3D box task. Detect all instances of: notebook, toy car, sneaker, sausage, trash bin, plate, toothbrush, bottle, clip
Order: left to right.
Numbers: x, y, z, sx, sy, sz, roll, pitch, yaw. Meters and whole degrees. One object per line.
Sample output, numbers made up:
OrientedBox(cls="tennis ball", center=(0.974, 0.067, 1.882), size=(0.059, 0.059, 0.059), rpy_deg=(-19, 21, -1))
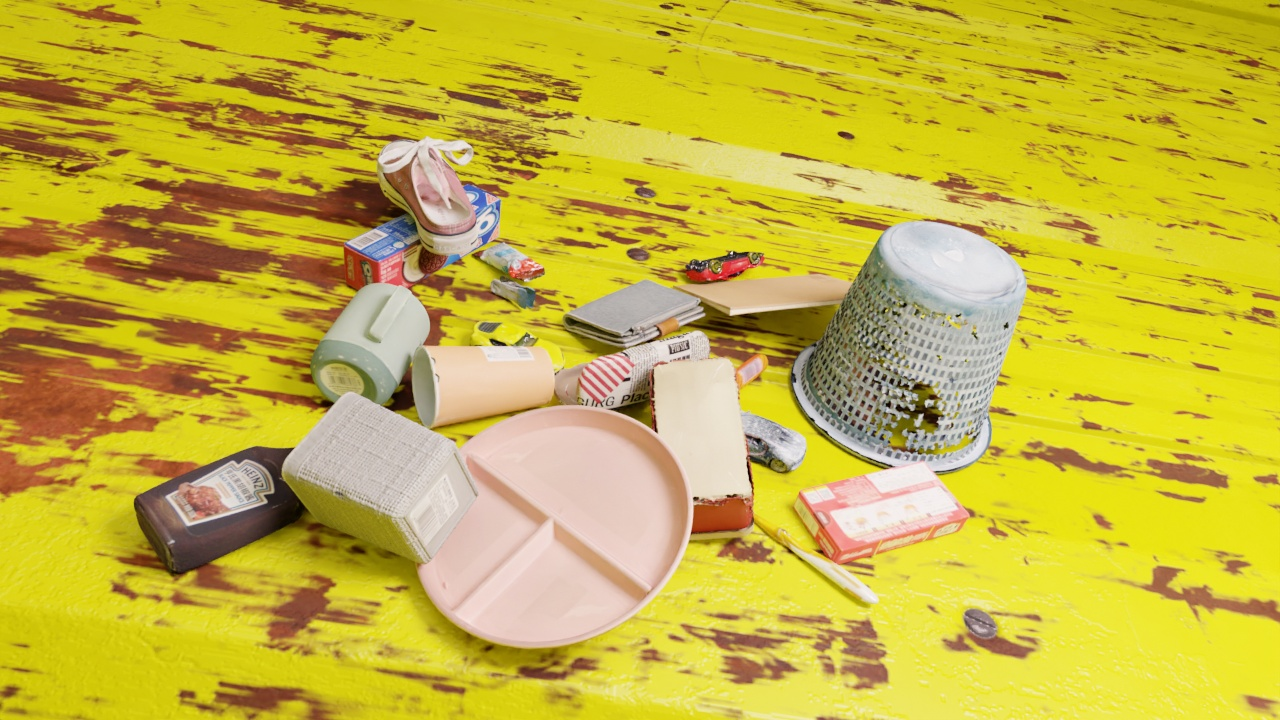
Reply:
OrientedBox(cls="bottle", center=(-0.306, 0.102, 0.762), size=(0.194, 0.044, 0.080), rpy_deg=(-26, 52, -39))
OrientedBox(cls="sneaker", center=(-0.241, -0.209, 1.035), size=(0.118, 0.088, 0.241), rpy_deg=(-12, 39, -22))
OrientedBox(cls="clip", center=(-0.146, -0.079, 1.044), size=(0.058, 0.025, 0.035), rpy_deg=(29, 35, 28))
OrientedBox(cls="toy car", center=(-0.128, -0.014, 0.963), size=(0.105, 0.032, 0.048), rpy_deg=(23, 39, 10))
OrientedBox(cls="plate", center=(-0.070, 0.132, 0.751), size=(0.229, 0.028, 0.229), rpy_deg=(-6, 47, 6))
OrientedBox(cls="sausage", center=(0.091, 0.030, 0.973), size=(0.021, 0.021, 0.164), rpy_deg=(33, 43, 24))
OrientedBox(cls="toy car", center=(0.108, -0.118, 1.148), size=(0.106, 0.031, 0.049), rpy_deg=(-18, 18, -30))
OrientedBox(cls="toy car", center=(0.114, 0.075, 0.917), size=(0.105, 0.031, 0.048), rpy_deg=(20, 38, 11))
OrientedBox(cls="notebook", center=(0.165, -0.083, 1.095), size=(0.211, 0.012, 0.149), rpy_deg=(-6, 17, -22))
OrientedBox(cls="toothbrush", center=(0.133, 0.158, 0.828), size=(0.191, 0.018, 0.016), rpy_deg=(33, 45, 28))
OrientedBox(cls="trash bin", center=(0.292, -0.027, 0.959), size=(0.226, 0.195, 0.226), rpy_deg=(7, 39, -6))

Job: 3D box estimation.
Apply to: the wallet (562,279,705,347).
OrientedBox(cls="wallet", center=(-0.004, -0.048, 1.029), size=(0.107, 0.037, 0.129), rpy_deg=(23, 36, 39))

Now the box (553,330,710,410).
OrientedBox(cls="box", center=(-0.005, 0.005, 0.928), size=(0.162, 0.087, 0.076), rpy_deg=(-13, 59, -34))

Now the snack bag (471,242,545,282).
OrientedBox(cls="snack bag", center=(-0.156, -0.118, 1.080), size=(0.045, 0.026, 0.105), rpy_deg=(-27, 38, -28))

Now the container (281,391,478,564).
OrientedBox(cls="container", center=(-0.201, 0.096, 0.731), size=(0.114, 0.090, 0.090), rpy_deg=(18, 56, 24))

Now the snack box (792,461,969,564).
OrientedBox(cls="snack box", center=(0.228, 0.142, 0.868), size=(0.152, 0.026, 0.075), rpy_deg=(-9, 44, -24))

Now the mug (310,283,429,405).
OrientedBox(cls="mug", center=(-0.252, -0.019, 0.871), size=(0.082, 0.112, 0.106), rpy_deg=(33, 39, -12))

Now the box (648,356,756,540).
OrientedBox(cls="box", center=(0.056, 0.072, 0.842), size=(0.091, 0.078, 0.168), rpy_deg=(-4, 46, 1))

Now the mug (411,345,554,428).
OrientedBox(cls="mug", center=(-0.150, 0.019, 0.884), size=(0.122, 0.078, 0.078), rpy_deg=(-6, 42, -29))

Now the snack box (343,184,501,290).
OrientedBox(cls="snack box", center=(-0.247, -0.142, 1.066), size=(0.057, 0.058, 0.206), rpy_deg=(26, 41, 21))
